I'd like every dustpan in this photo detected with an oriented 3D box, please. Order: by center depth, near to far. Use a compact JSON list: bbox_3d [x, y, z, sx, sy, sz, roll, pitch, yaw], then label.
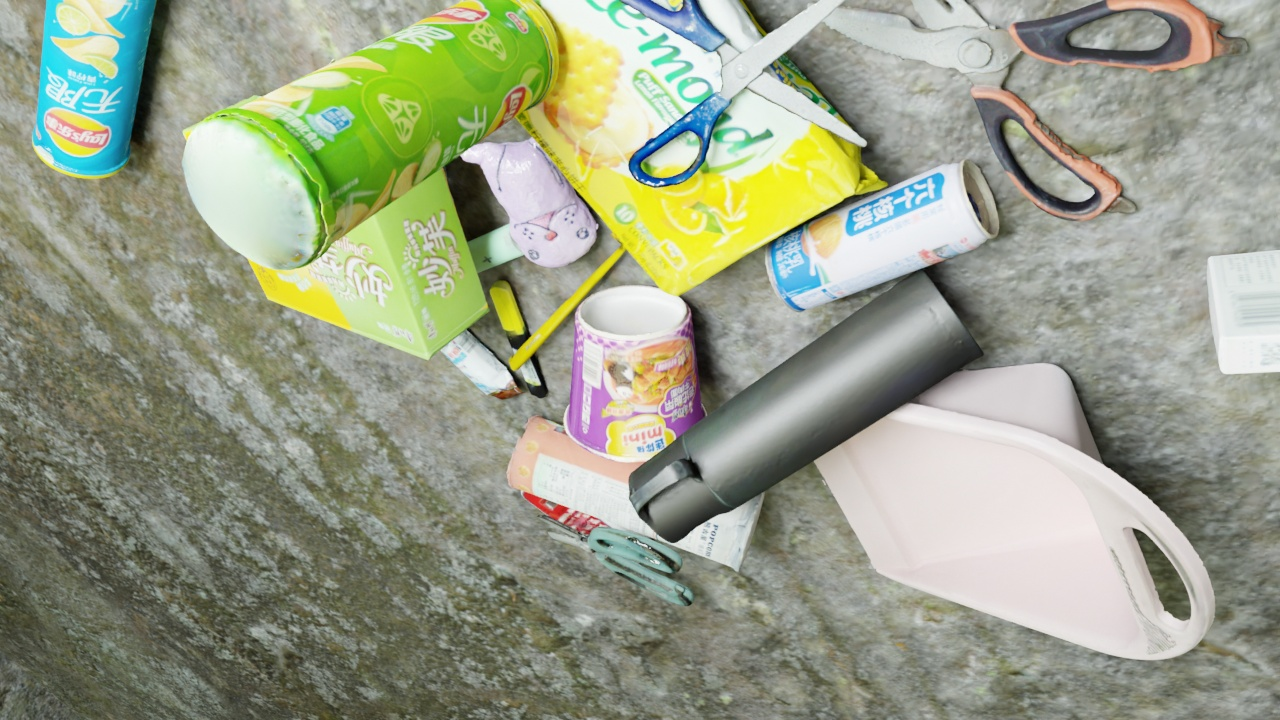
[{"bbox_3d":[0.229,0.113,0.633,0.274,0.138,0.222,-17,119,36],"label":"dustpan"}]

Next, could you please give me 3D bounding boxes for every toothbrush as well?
[{"bbox_3d":[-0.054,-0.049,0.711,0.016,0.015,0.191,42,130,-5],"label":"toothbrush"},{"bbox_3d":[-0.172,-0.070,0.753,0.225,0.026,0.027,-16,151,35],"label":"toothbrush"}]

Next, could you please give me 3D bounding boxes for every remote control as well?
[{"bbox_3d":[-0.052,0.153,0.889,0.136,0.020,0.056,38,133,-8],"label":"remote control"}]

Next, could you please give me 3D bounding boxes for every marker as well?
[{"bbox_3d":[-0.101,-0.015,0.775,0.018,0.015,0.124,0,131,19],"label":"marker"}]

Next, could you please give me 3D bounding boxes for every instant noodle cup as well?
[{"bbox_3d":[-0.004,0.004,0.685,0.112,0.111,0.099,11,122,18],"label":"instant noodle cup"}]

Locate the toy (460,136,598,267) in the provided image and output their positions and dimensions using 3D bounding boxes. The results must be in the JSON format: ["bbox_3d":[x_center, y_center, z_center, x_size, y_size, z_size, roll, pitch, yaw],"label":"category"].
[{"bbox_3d":[-0.069,-0.115,0.655,0.084,0.038,0.108,-16,120,12],"label":"toy"}]

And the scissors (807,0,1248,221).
[{"bbox_3d":[0.203,-0.159,0.499,0.227,0.015,0.189,2,128,26],"label":"scissors"}]

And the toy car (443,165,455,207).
[{"bbox_3d":[-0.165,-0.142,0.683,0.043,0.034,0.091,3,129,21],"label":"toy car"}]

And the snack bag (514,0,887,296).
[{"bbox_3d":[0.013,-0.161,0.553,0.158,0.068,0.246,-28,111,40],"label":"snack bag"}]

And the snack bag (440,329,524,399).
[{"bbox_3d":[-0.148,-0.002,0.800,0.104,0.026,0.048,48,144,-16],"label":"snack bag"}]

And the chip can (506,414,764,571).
[{"bbox_3d":[-0.005,0.113,0.795,0.215,0.071,0.071,17,133,12],"label":"chip can"}]

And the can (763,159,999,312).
[{"bbox_3d":[0.147,-0.075,0.570,0.135,0.053,0.053,-21,116,38],"label":"can"}]

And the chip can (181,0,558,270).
[{"bbox_3d":[-0.122,-0.123,0.456,0.073,0.220,0.073,15,130,19],"label":"chip can"}]

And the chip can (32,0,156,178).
[{"bbox_3d":[-0.420,-0.234,0.704,0.071,0.071,0.211,38,134,-7],"label":"chip can"}]

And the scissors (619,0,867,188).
[{"bbox_3d":[0.042,-0.157,0.487,0.174,0.012,0.162,-31,108,40],"label":"scissors"}]

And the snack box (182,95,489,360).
[{"bbox_3d":[-0.226,-0.104,0.686,0.210,0.069,0.158,18,137,33],"label":"snack box"}]

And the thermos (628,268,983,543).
[{"bbox_3d":[0.100,0.036,0.602,0.243,0.090,0.068,-36,75,15],"label":"thermos"}]

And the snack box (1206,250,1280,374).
[{"bbox_3d":[0.384,-0.031,0.469,0.157,0.084,0.027,-3,125,29],"label":"snack box"}]

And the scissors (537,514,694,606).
[{"bbox_3d":[-0.008,0.189,0.850,0.171,0.019,0.181,1,146,43],"label":"scissors"}]
